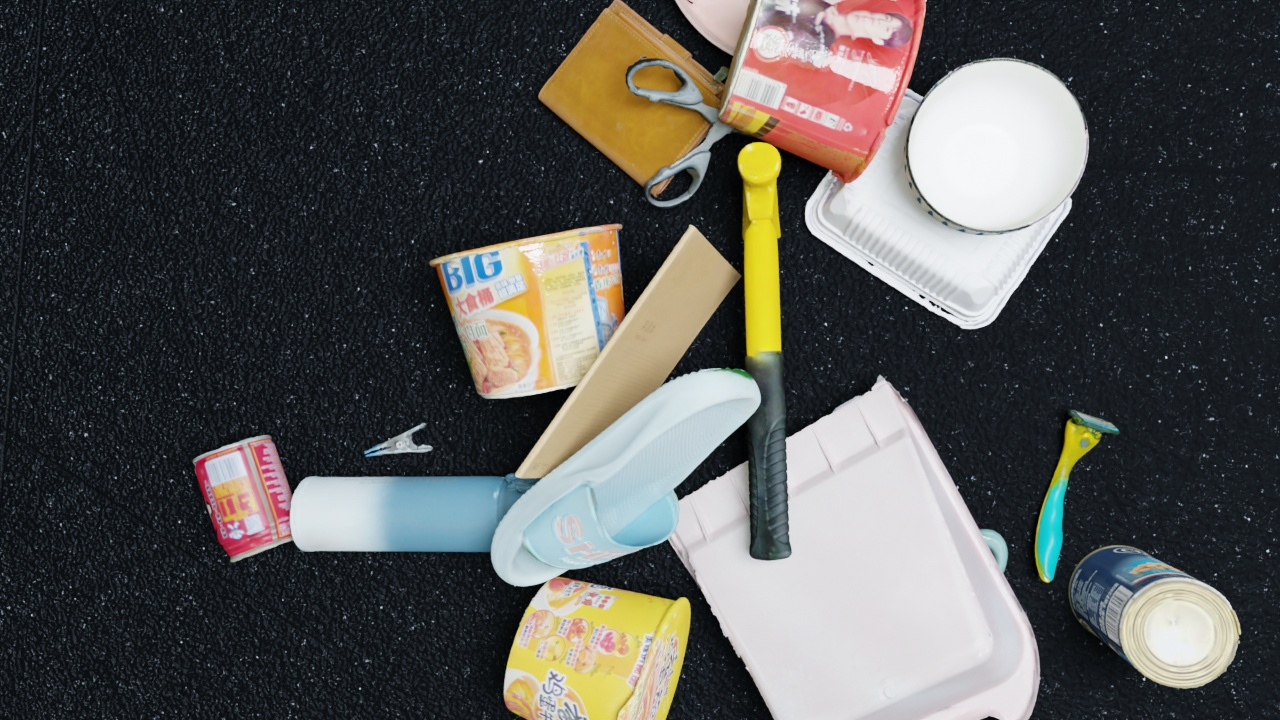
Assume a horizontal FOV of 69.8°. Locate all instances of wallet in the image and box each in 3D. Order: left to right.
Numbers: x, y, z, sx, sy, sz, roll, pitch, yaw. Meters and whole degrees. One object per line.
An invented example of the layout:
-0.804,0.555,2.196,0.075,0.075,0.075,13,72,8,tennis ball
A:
0.001,-0.221,0.750,0.130,0.035,0.119,41,96,5,wallet

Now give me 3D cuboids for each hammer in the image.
0.093,-0.003,0.687,0.033,0.128,0.300,-2,89,9,hammer

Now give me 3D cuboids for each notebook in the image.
-0.004,0.004,0.694,0.012,0.149,0.211,37,95,18,notebook

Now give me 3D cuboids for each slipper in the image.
-0.005,0.097,0.662,0.246,0.104,0.074,-43,59,24,slipper

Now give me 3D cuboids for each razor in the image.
0.326,0.105,0.705,0.043,0.028,0.132,16,90,-23,razor

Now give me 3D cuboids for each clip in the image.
-0.208,0.074,0.790,0.056,0.024,0.027,-16,91,2,clip

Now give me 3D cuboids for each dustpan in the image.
0.173,0.192,0.724,0.223,0.138,0.273,-30,59,19,dustpan

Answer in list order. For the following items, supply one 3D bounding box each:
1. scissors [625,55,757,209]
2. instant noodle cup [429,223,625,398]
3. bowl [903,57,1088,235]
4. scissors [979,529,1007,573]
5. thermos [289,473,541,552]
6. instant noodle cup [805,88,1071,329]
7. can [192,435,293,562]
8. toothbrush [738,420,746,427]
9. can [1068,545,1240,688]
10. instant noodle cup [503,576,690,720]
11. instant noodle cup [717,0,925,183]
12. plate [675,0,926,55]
0.065,-0.191,0.723,0.181,0.014,0.159,-44,113,9,scissors
-0.077,-0.038,0.713,0.151,0.151,0.111,-10,97,8,instant noodle cup
0.240,-0.143,0.638,0.116,0.066,0.116,0,91,10,bowl
0.192,0.138,0.731,0.170,0.019,0.181,-22,89,11,scissors
-0.176,0.126,0.764,0.220,0.070,0.070,-2,90,9,thermos
0.229,-0.120,0.704,0.173,0.060,0.138,34,95,8,instant noodle cup
-0.335,0.118,0.786,0.066,0.066,0.094,-21,87,8,can
0.022,0.091,0.758,0.192,0.016,0.018,-35,95,8,toothbrush
0.364,0.181,0.657,0.075,0.111,0.075,0,90,9,can
-0.034,0.236,0.712,0.110,0.138,0.138,15,92,16,instant noodle cup
0.122,-0.208,0.649,0.108,0.138,0.138,16,92,-4,instant noodle cup
0.130,-0.344,0.734,0.229,0.028,0.229,0,90,8,plate
